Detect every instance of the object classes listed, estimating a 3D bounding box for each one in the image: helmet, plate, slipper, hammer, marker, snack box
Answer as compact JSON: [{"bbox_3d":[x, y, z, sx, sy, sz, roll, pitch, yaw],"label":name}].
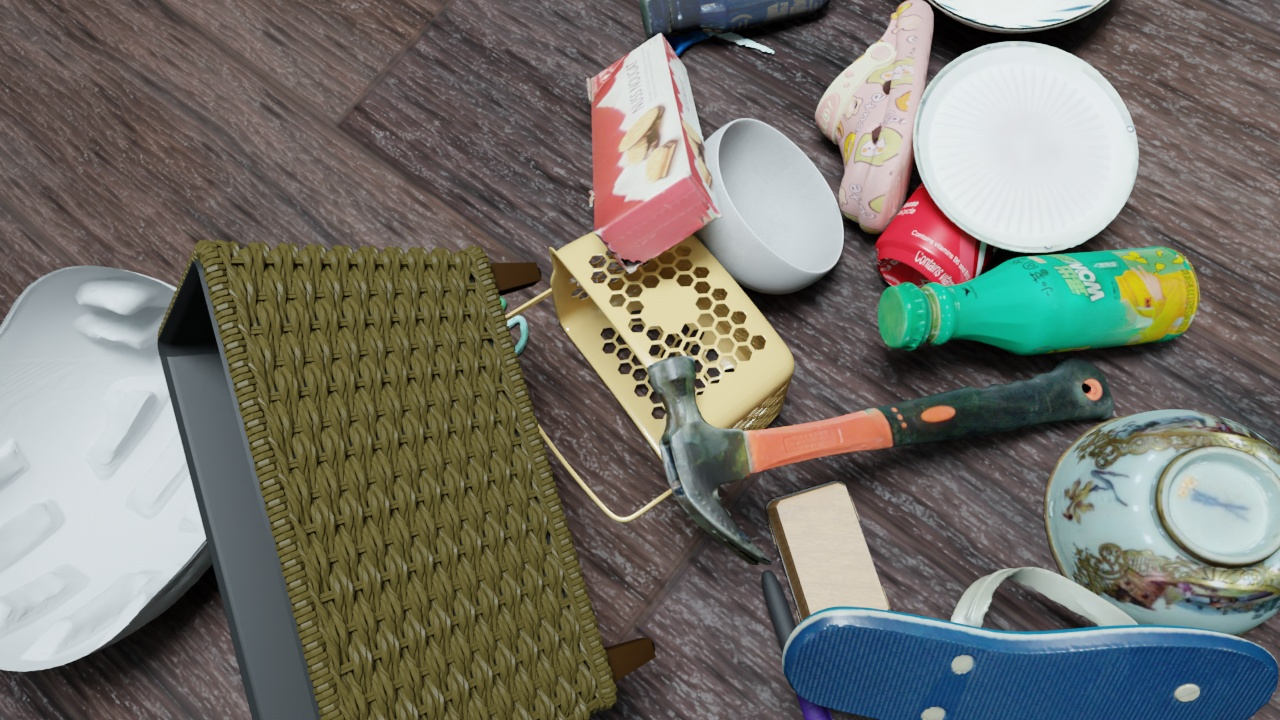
[{"bbox_3d":[-0.395,0.082,0.668,0.224,0.184,0.281,23,67,11],"label":"helmet"},{"bbox_3d":[0.267,-0.149,0.643,0.157,0.014,0.157,0,79,0],"label":"plate"},{"bbox_3d":[0.234,0.188,0.576,0.295,0.118,0.060,7,28,0],"label":"slipper"},{"bbox_3d":[0.173,0.042,0.603,0.332,0.033,0.133,-9,79,-18],"label":"hammer"},{"bbox_3d":[0.178,-0.196,0.713,0.081,0.093,0.197,11,72,14],"label":"slipper"},{"bbox_3d":[0.110,0.210,0.633,0.018,0.015,0.133,-9,68,-23],"label":"marker"},{"bbox_3d":[0.003,-0.166,0.675,0.077,0.044,0.272,-29,34,18],"label":"snack box"}]

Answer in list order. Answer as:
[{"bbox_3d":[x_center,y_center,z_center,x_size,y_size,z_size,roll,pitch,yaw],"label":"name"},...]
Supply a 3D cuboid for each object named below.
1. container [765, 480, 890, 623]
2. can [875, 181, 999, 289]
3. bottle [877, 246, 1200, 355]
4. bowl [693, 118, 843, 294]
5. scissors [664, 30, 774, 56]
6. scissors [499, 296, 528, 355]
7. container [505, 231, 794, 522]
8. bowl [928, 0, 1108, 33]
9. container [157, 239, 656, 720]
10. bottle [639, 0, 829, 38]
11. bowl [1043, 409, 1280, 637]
[{"bbox_3d":[0.129,0.137,0.628,0.063,0.061,0.114,-17,70,4],"label":"container"},{"bbox_3d":[0.241,-0.112,0.683,0.074,0.074,0.142,36,81,18],"label":"can"},{"bbox_3d":[0.269,-0.038,0.629,0.209,0.068,0.068,-5,70,-9],"label":"bottle"},{"bbox_3d":[0.085,-0.109,0.693,0.065,0.131,0.131,-34,62,43],"label":"bowl"},{"bbox_3d":[0.058,-0.282,0.806,0.133,0.015,0.104,26,74,12],"label":"scissors"},{"bbox_3d":[-0.145,0.003,0.747,0.070,0.014,0.130,38,81,19],"label":"scissors"},{"bbox_3d":[-0.004,0.004,0.661,0.167,0.129,0.183,-33,70,-12],"label":"container"},{"bbox_3d":[0.298,-0.320,0.743,0.177,0.071,0.177,-3,71,9],"label":"bowl"},{"bbox_3d":[-0.143,0.094,0.571,0.204,0.177,0.321,-13,83,-36],"label":"container"},{"bbox_3d":[0.080,-0.308,0.776,0.160,0.056,0.056,-14,70,-3],"label":"bottle"},{"bbox_3d":[0.352,0.099,0.585,0.160,0.094,0.159,-3,71,8],"label":"bowl"}]
